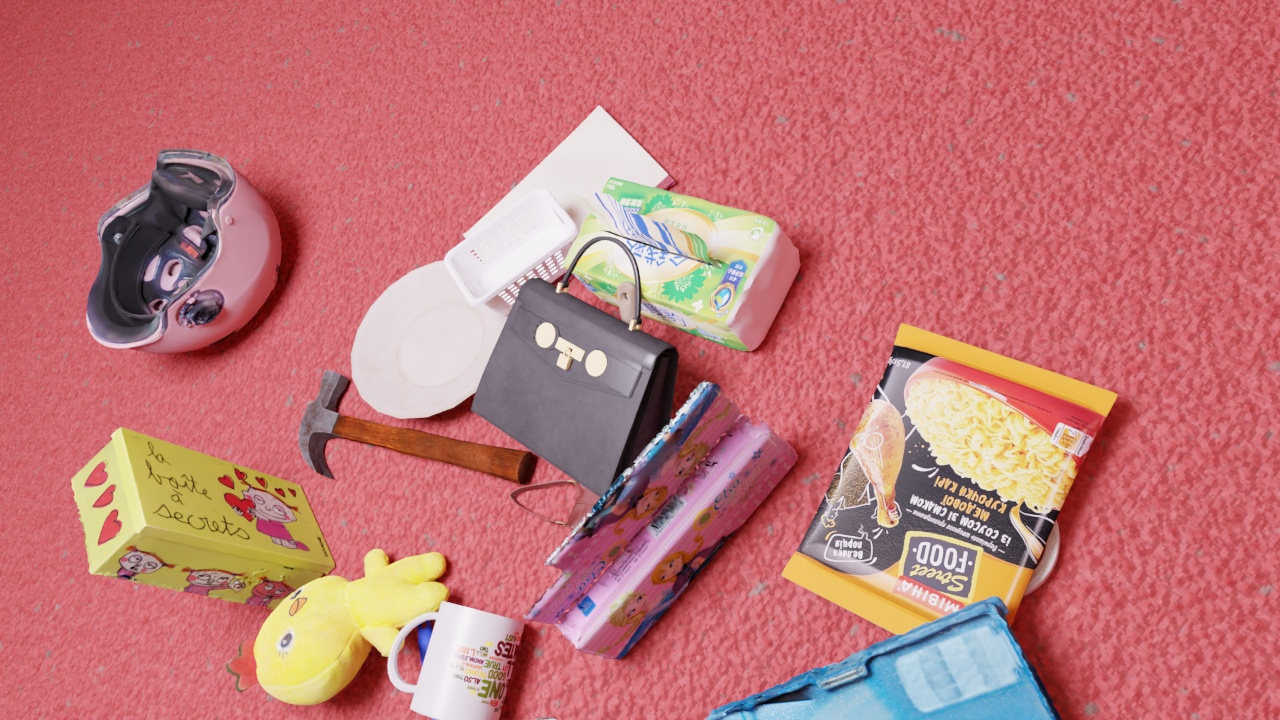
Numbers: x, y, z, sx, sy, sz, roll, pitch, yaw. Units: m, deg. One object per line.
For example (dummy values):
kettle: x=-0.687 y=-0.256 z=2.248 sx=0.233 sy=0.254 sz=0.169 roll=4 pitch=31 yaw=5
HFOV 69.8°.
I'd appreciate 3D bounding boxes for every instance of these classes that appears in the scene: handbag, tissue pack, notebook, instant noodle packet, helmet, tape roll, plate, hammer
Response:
handbag: x=-0.071 y=0.129 z=0.833 sx=0.120 sy=0.029 sz=0.055 roll=1 pitch=66 yaw=34
tissue pack: x=0.023 y=-0.100 z=0.812 sx=0.198 sy=0.141 sz=0.120 roll=15 pitch=76 yaw=32
handbag: x=-0.045 y=-0.011 z=0.801 sx=0.176 sy=0.072 sz=0.196 roll=28 pitch=111 yaw=34
notebook: x=-0.081 y=-0.159 z=0.972 sx=0.209 sy=0.012 sz=0.153 roll=-42 pitch=57 yaw=6
instant noodle packet: x=0.221 y=0.093 z=0.670 sx=0.160 sy=0.032 sz=0.220 roll=23 pitch=80 yaw=31
helmet: x=-0.541 y=-0.115 z=1.108 sx=0.230 sy=0.152 sz=0.255 roll=26 pitch=83 yaw=31
tape roll: x=0.254 y=0.128 z=0.667 sx=0.093 sy=0.013 sz=0.093 roll=-11 pitch=64 yaw=23
plate: x=-0.213 y=-0.021 z=0.960 sx=0.189 sy=0.027 sz=0.188 roll=-9 pitch=60 yaw=16
hammer: x=-0.235 y=0.084 z=0.935 sx=0.301 sy=0.028 sz=0.111 roll=8 pitch=71 yaw=30

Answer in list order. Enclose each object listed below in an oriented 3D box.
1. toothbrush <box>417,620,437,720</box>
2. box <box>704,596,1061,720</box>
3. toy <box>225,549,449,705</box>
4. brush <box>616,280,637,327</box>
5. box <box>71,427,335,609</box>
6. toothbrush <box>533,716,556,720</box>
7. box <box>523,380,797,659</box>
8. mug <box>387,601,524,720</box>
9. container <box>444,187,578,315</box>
toothbrush: x=-0.178 y=0.310 z=0.809 sx=0.016 sy=0.018 sz=0.182 roll=-15 pitch=59 yaw=-7
box: x=0.173 y=0.283 z=0.617 sx=0.232 sy=0.033 sz=0.174 roll=-29 pitch=74 yaw=21
toy: x=-0.272 y=0.245 z=0.847 sx=0.208 sy=0.092 sz=0.133 roll=-33 pitch=29 yaw=3
brush: x=-0.005 y=0.005 z=0.810 sx=0.039 sy=0.012 sz=0.151 roll=6 pitch=108 yaw=36
box: x=-0.414 y=0.157 z=0.880 sx=0.081 sy=0.221 sz=0.124 roll=-41 pitch=54 yaw=5
toothbrush: x=-0.107 y=0.279 z=0.687 sx=0.010 sy=0.181 sz=0.010 roll=14 pitch=80 yaw=28
box: x=0.015 y=0.128 z=0.704 sx=0.230 sy=0.159 sz=0.035 roll=-48 pitch=53 yaw=1
mug: x=-0.161 y=0.256 z=0.783 sx=0.105 sy=0.073 sz=0.089 roll=13 pitch=73 yaw=5
container: x=-0.123 y=-0.104 z=0.923 sx=0.129 sy=0.049 sz=0.080 roll=-36 pitch=57 yaw=-1
